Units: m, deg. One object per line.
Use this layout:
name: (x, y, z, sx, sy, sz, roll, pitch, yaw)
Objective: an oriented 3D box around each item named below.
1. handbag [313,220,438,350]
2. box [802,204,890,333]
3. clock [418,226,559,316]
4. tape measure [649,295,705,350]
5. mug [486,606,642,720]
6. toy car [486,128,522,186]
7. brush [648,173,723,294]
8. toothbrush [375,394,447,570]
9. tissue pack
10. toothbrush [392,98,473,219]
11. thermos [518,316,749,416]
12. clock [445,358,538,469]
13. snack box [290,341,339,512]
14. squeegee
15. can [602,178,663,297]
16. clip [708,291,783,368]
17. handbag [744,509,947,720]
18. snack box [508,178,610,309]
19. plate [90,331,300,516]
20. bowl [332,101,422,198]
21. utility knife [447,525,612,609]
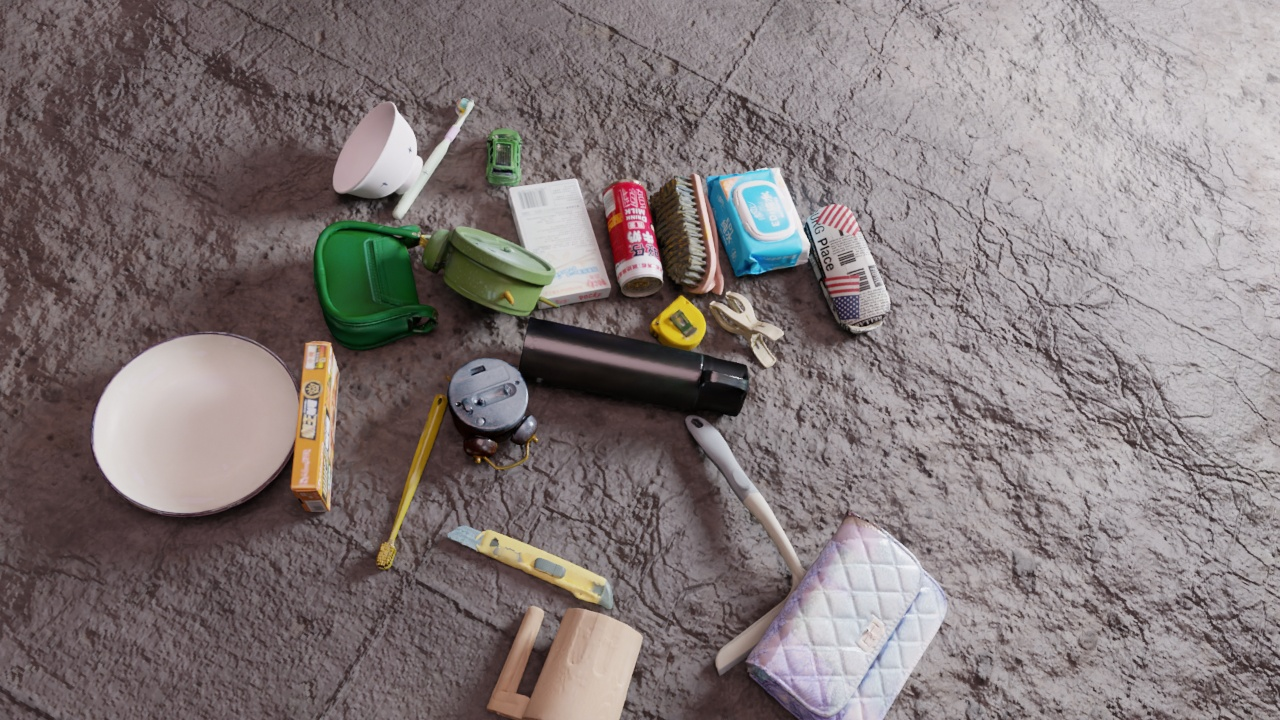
handbag: (-0.286, -0.085, 0.986, 0.120, 0.068, 0.131, -11, 67, -16)
box: (0.243, -0.113, 1.091, 0.074, 0.077, 0.163, -12, 70, -10)
clock: (-0.168, -0.102, 0.988, 0.161, 0.116, 0.056, 31, 103, 22)
tape measure: (0.046, -0.040, 1.047, 0.057, 0.029, 0.059, 42, 65, 10)
mug: (-0.069, 0.289, 0.848, 0.125, 0.084, 0.103, 8, 59, 23)
toy car: (-0.163, -0.246, 1.099, 0.043, 0.036, 0.091, 0, 49, -9)
brush: (0.061, -0.145, 1.085, 0.073, 0.063, 0.145, 9, 61, -41)
toothbrush: (-0.230, 0.119, 0.927, 0.015, 0.017, 0.189, 16, 63, -3)
tissue pack: (0.141, -0.169, 1.106, 0.090, 0.063, 0.140, -12, 68, -15)
toothbrush: (-0.249, -0.242, 1.097, 0.020, 0.029, 0.189, 43, 58, -35)
thermos: (-0.006, 0.006, 0.981, 0.242, 0.090, 0.068, 10, 76, -5)
clock: (-0.154, 0.055, 0.951, 0.082, 0.055, 0.122, -20, 71, -19)
snack box: (-0.319, 0.065, 0.904, 0.026, 0.075, 0.153, 0, 65, -10)
squeegee: (0.120, 0.153, 0.962, 0.246, 0.039, 0.246, -26, 72, -21)
can: (-0.009, -0.143, 1.072, 0.053, 0.053, 0.132, -5, 66, -13)
clip: (0.122, -0.042, 1.054, 0.034, 0.060, 0.097, -31, 63, -22)
handbag: (0.205, 0.262, 0.895, 0.134, 0.076, 0.193, 41, 67, -1)
snack box: (-0.096, -0.138, 1.069, 0.084, 0.027, 0.156, -11, 67, -15)
plate: (-0.431, 0.065, 0.905, 0.192, 0.039, 0.192, 4, 64, -8)
bowl: (-0.290, -0.227, 1.048, 0.064, 0.119, 0.118, 32, 55, -39)
utility knife: (-0.107, 0.203, 0.914, 0.178, 0.019, 0.030, 20, 57, 5)
